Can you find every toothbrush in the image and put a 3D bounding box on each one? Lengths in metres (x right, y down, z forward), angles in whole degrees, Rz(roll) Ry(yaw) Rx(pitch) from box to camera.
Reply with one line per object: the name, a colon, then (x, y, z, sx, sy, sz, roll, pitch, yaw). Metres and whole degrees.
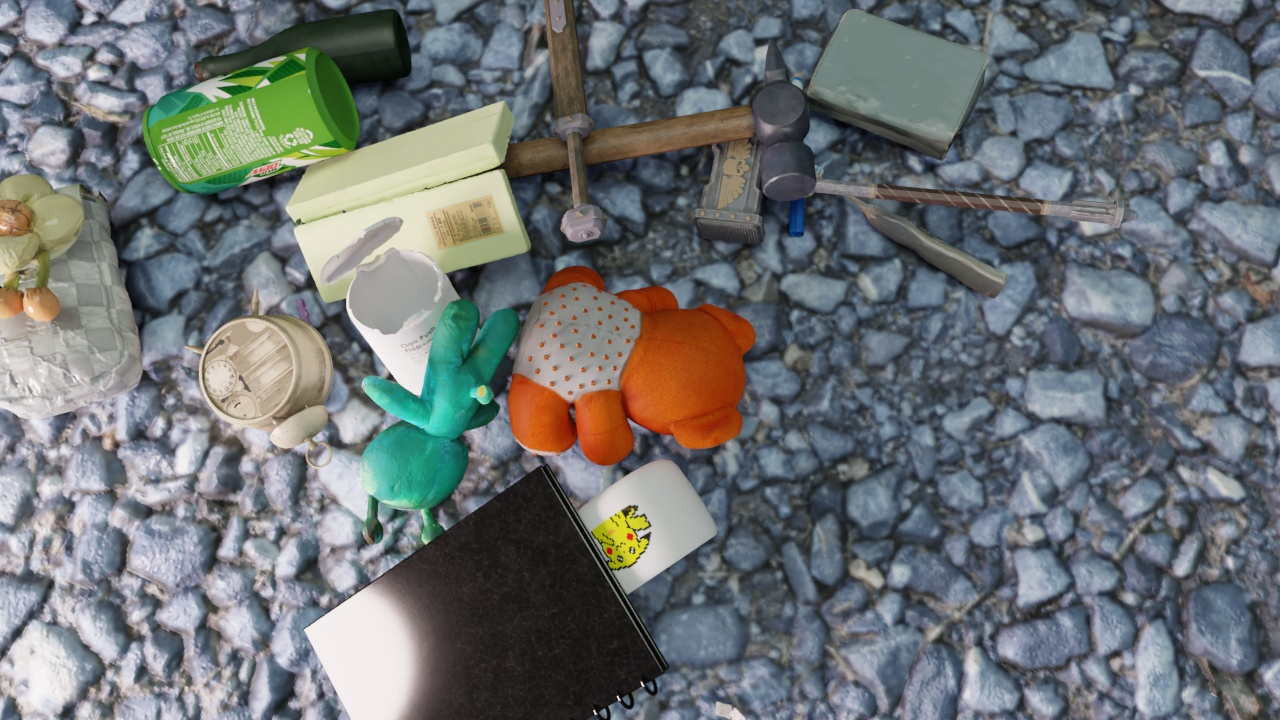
toothbrush: (0.058, 0.231, 0.597, 0.010, 0.182, 0.010, 11, 73, 5)
toothbrush: (0.214, -0.107, 0.751, 0.185, 0.022, 0.024, 33, 99, 7)

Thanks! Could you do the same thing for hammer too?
hammer: (-0.029, -0.172, 0.730, 0.322, 0.040, 0.129, -7, 70, 11)
hammer: (-0.062, -0.223, 0.728, 0.147, 0.028, 0.316, -12, 60, 8)
hammer: (0.208, -0.129, 0.711, 0.322, 0.044, 0.098, 8, 78, 14)

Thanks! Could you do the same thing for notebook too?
notebook: (-0.114, 0.206, 0.647, 0.232, 0.019, 0.169, -35, 79, 14)

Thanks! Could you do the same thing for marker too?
marker: (0.131, -0.172, 0.770, 0.013, 0.013, 0.141, 2, 77, 0)

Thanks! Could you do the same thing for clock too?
clock: (-0.280, 0.023, 0.700, 0.093, 0.054, 0.141, -37, 82, 5)

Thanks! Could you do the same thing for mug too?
mug: (-0.007, 0.127, 0.668, 0.116, 0.094, 0.068, -37, 78, 15)

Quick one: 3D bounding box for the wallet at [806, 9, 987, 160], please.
wallet: (0.210, -0.229, 0.762, 0.132, 0.054, 0.100, 26, 70, 7)

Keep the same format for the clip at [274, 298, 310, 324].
clip: (-0.272, -0.029, 0.739, 0.051, 0.014, 0.045, 31, 81, 10)

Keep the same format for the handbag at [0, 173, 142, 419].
handbag: (-0.449, -0.049, 0.688, 0.112, 0.123, 0.171, -18, 79, -19)

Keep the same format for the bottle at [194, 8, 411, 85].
bottle: (-0.283, -0.253, 0.766, 0.174, 0.055, 0.055, -9, 78, 0)

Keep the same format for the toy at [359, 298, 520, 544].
toy: (-0.145, 0.048, 0.665, 0.072, 0.130, 0.193, 33, 103, 36)

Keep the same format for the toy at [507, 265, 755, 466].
toy: (-0.004, 0.004, 0.693, 0.172, 0.093, 0.163, 12, 58, 4)

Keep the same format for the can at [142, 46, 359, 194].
can: (-0.306, -0.188, 0.729, 0.144, 0.083, 0.083, -15, 78, 6)

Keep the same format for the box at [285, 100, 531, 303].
box: (-0.183, -0.125, 0.713, 0.188, 0.061, 0.133, -11, 81, 17)

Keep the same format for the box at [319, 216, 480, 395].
box: (-0.176, -0.043, 0.671, 0.081, 0.160, 0.091, -29, 60, -7)
